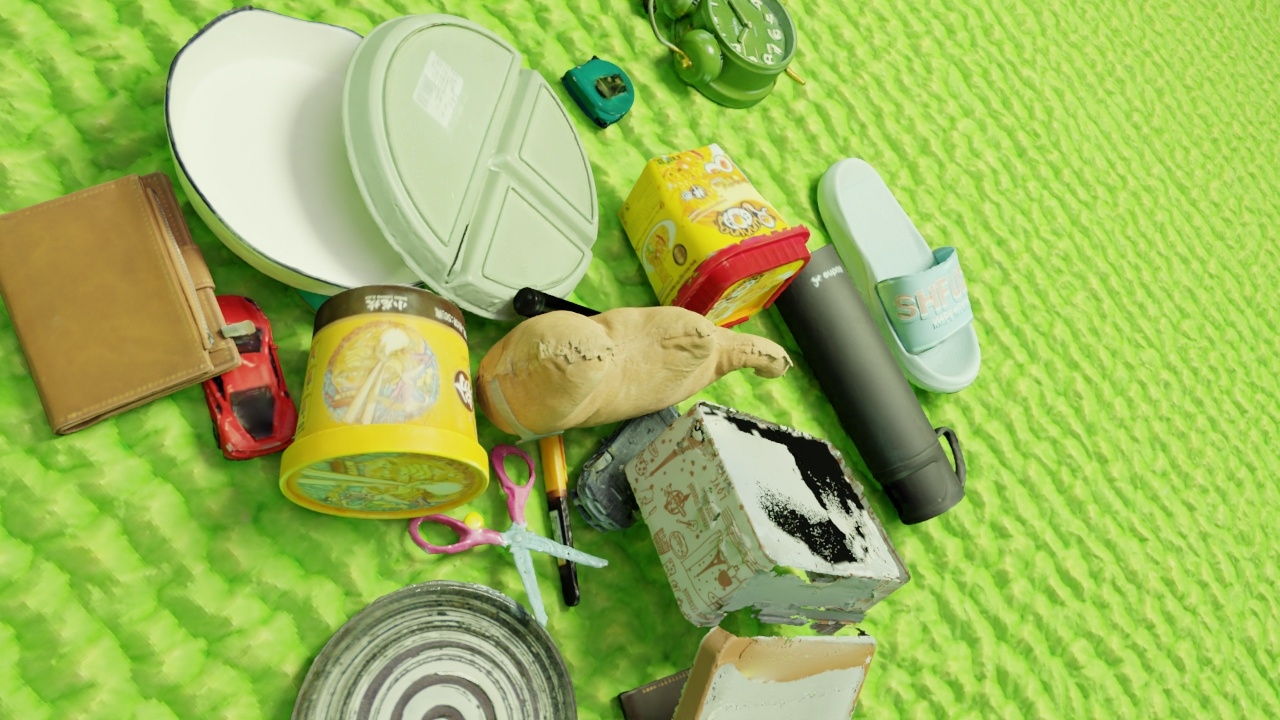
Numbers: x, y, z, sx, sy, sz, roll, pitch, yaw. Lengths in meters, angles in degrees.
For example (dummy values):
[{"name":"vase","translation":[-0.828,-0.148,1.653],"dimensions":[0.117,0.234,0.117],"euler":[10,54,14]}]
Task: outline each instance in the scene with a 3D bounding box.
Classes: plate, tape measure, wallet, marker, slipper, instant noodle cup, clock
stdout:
[{"name":"plate","translation":[-0.122,0.225,0.556],"dimensions":[0.179,0.024,0.179],"euler":[10,69,-26]},{"name":"plate","translation":[-0.207,-0.131,0.604],"dimensions":[0.204,0.046,0.204],"euler":[23,53,-34]},{"name":"tape measure","translation":[-0.032,-0.229,0.778],"dimensions":[0.054,0.025,0.058],"euler":[-39,94,-34]},{"name":"wallet","translation":[-0.299,-0.039,0.529],"dimensions":[0.119,0.035,0.130],"euler":[-22,83,-16]},{"name":"plate","translation":[-0.107,-0.140,0.651],"dimensions":[0.230,0.028,0.229],"euler":[28,54,-45]},{"name":"marker","translation":[-0.043,-0.030,0.663],"dimensions":[0.132,0.022,0.020],"euler":[15,102,-57]},{"name":"marker","translation":[-0.055,0.109,0.641],"dimensions":[0.015,0.018,0.123],"euler":[2,72,-38]},{"name":"slipper","translation":[0.253,-0.087,0.860],"dimensions":[0.103,0.074,0.245],"euler":[-24,84,-35]},{"name":"instant noodle cup","translation":[-0.154,0.025,0.562],"dimensions":[0.118,0.119,0.114],"euler":[9,59,-27]},{"name":"instant noodle cup","translation":[0.052,-0.097,0.732],"dimensions":[0.116,0.116,0.123],"euler":[-21,72,-34]},{"name":"clock","translation":[0.076,-0.301,0.849],"dimensions":[0.161,0.056,0.116],"euler":[-1,71,-30]},{"name":"wallet","translation":[0.042,0.277,0.634],"dimensions":[0.096,0.020,0.122],"euler":[-7,74,-37]}]

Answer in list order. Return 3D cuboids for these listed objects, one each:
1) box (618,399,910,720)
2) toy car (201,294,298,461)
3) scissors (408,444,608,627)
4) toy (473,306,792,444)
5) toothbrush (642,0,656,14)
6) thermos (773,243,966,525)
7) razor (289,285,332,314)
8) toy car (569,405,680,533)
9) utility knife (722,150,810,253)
[{"name":"box","translation":[0.088,0.169,0.617],"dimensions":[0.179,0.133,0.271],"euler":[18,66,-43]},{"name":"toy car","translation":[-0.245,0.008,0.563],"dimensions":[0.049,0.031,0.106],"euler":[-13,77,-34]},{"name":"scissors","translation":[-0.084,0.110,0.611],"dimensions":[0.133,0.017,0.131],"euler":[17,51,-7]},{"name":"toy","translation":[-0.004,0.004,0.632],"dimensions":[0.225,0.144,0.082],"euler":[-7,88,-36]},{"name":"toothbrush","translation":[-0.010,-0.418,0.861],"dimensions":[0.026,0.027,0.212],"euler":[-12,75,6]},{"name":"thermos","translation":[0.200,0.017,0.796],"dimensions":[0.089,0.069,0.242],"euler":[-29,89,-34]},{"name":"razor","translation":[-0.228,-0.066,0.600],"dimensions":[0.132,0.028,0.043],"euler":[51,38,-7]},{"name":"toy car","translation":[-0.005,0.074,0.673],"dimensions":[0.054,0.037,0.120],"euler":[51,45,-10]},{"name":"utility knife","translation":[0.137,-0.107,0.833],"dimensions":[0.208,0.021,0.030],"euler":[52,54,-11]}]
